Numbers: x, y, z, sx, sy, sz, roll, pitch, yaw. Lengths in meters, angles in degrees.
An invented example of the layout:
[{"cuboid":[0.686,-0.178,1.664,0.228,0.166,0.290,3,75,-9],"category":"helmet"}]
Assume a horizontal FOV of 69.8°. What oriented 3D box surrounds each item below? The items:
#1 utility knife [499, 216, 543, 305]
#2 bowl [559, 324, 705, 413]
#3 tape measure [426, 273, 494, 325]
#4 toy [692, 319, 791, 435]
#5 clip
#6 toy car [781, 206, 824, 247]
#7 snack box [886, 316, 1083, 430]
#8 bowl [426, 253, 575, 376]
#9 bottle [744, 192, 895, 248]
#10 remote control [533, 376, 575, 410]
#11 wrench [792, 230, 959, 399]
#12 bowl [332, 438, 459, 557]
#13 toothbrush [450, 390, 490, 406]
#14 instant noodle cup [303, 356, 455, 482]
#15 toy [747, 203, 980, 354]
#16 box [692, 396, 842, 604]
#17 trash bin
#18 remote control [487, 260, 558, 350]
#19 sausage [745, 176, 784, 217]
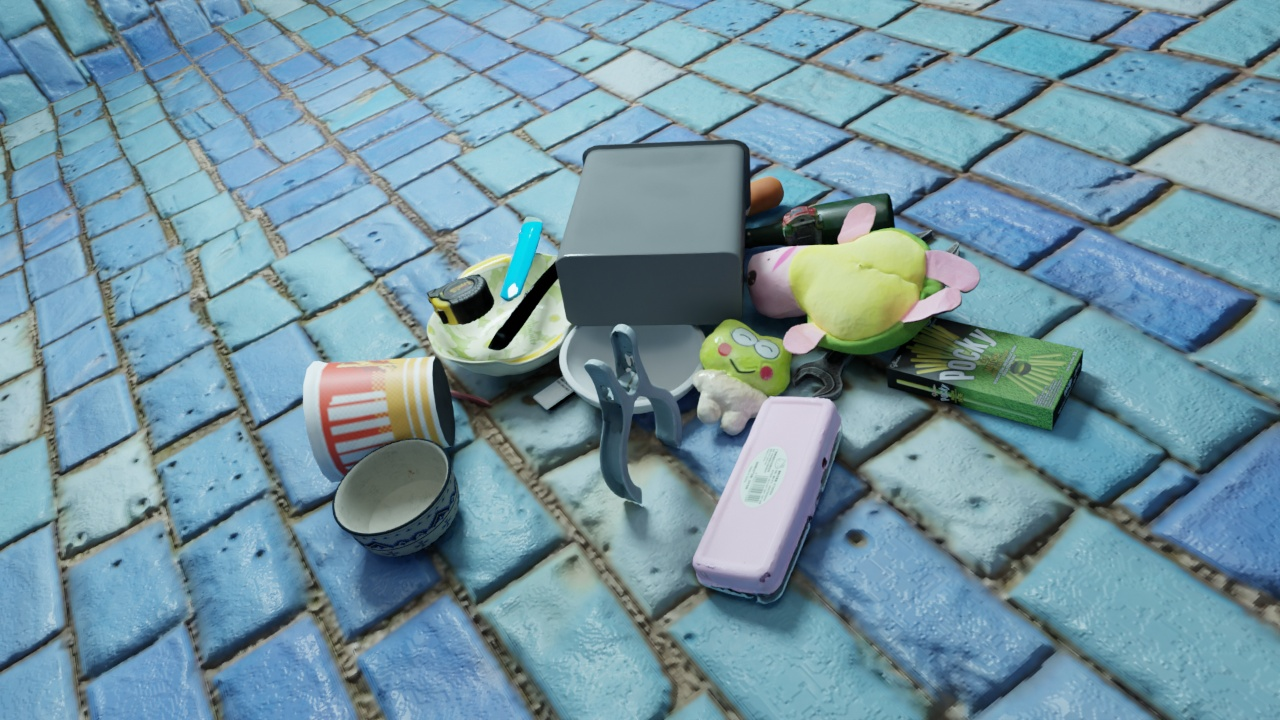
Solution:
[{"cuboid":[-0.137,-0.118,1.060,0.031,0.015,0.158,-6,42,18],"category":"utility knife"},{"cuboid":[-0.005,0.005,0.935,0.149,0.043,0.149,-3,45,3],"category":"bowl"},{"cuboid":[-0.192,-0.064,1.005,0.067,0.038,0.062,-27,32,-14],"category":"tape measure"},{"cuboid":[0.095,0.017,0.880,0.092,0.046,0.115,26,64,3],"category":"toy"},{"cuboid":[0.007,0.030,0.822,0.029,0.172,0.142,13,39,30],"category":"clip"},{"cuboid":[0.175,-0.128,0.985,0.042,0.091,0.036,-14,54,5],"category":"toy car"},{"cuboid":[0.310,0.007,0.831,0.148,0.025,0.080,17,51,35],"category":"snack box"},{"cuboid":[-0.140,-0.041,1.034,0.188,0.060,0.219,-26,41,-10],"category":"bowl"},{"cuboid":[0.194,-0.148,1.031,0.174,0.055,0.055,-6,41,20],"category":"bottle"},{"cuboid":[-0.056,0.013,0.975,0.124,0.012,0.028,-35,43,-19],"category":"remote control"},{"cuboid":[0.242,-0.051,0.936,0.070,0.010,0.272,21,54,38],"category":"wrench"},{"cuboid":[-0.223,0.135,0.864,0.115,0.059,0.115,-11,41,9],"category":"bowl"},{"cuboid":[-0.237,0.028,1.027,0.185,0.015,0.015,15,53,32],"category":"toothbrush"},{"cuboid":[-0.260,0.052,0.935,0.121,0.124,0.123,-10,40,-1],"category":"instant noodle cup"},{"cuboid":[0.204,-0.070,0.893,0.239,0.088,0.189,6,61,40],"category":"toy"},{"cuboid":[0.110,0.113,0.783,0.086,0.044,0.201,3,45,31],"category":"box"},{"cuboid":[0.020,-0.141,0.987,0.192,0.098,0.219,0,41,8],"category":"trash bin"},{"cuboid":[-0.113,-0.067,0.980,0.020,0.041,0.151,36,54,-3],"category":"remote control"},{"cuboid":[0.094,-0.183,1.116,0.164,0.039,0.044,-18,-1,2],"category":"sausage"}]
